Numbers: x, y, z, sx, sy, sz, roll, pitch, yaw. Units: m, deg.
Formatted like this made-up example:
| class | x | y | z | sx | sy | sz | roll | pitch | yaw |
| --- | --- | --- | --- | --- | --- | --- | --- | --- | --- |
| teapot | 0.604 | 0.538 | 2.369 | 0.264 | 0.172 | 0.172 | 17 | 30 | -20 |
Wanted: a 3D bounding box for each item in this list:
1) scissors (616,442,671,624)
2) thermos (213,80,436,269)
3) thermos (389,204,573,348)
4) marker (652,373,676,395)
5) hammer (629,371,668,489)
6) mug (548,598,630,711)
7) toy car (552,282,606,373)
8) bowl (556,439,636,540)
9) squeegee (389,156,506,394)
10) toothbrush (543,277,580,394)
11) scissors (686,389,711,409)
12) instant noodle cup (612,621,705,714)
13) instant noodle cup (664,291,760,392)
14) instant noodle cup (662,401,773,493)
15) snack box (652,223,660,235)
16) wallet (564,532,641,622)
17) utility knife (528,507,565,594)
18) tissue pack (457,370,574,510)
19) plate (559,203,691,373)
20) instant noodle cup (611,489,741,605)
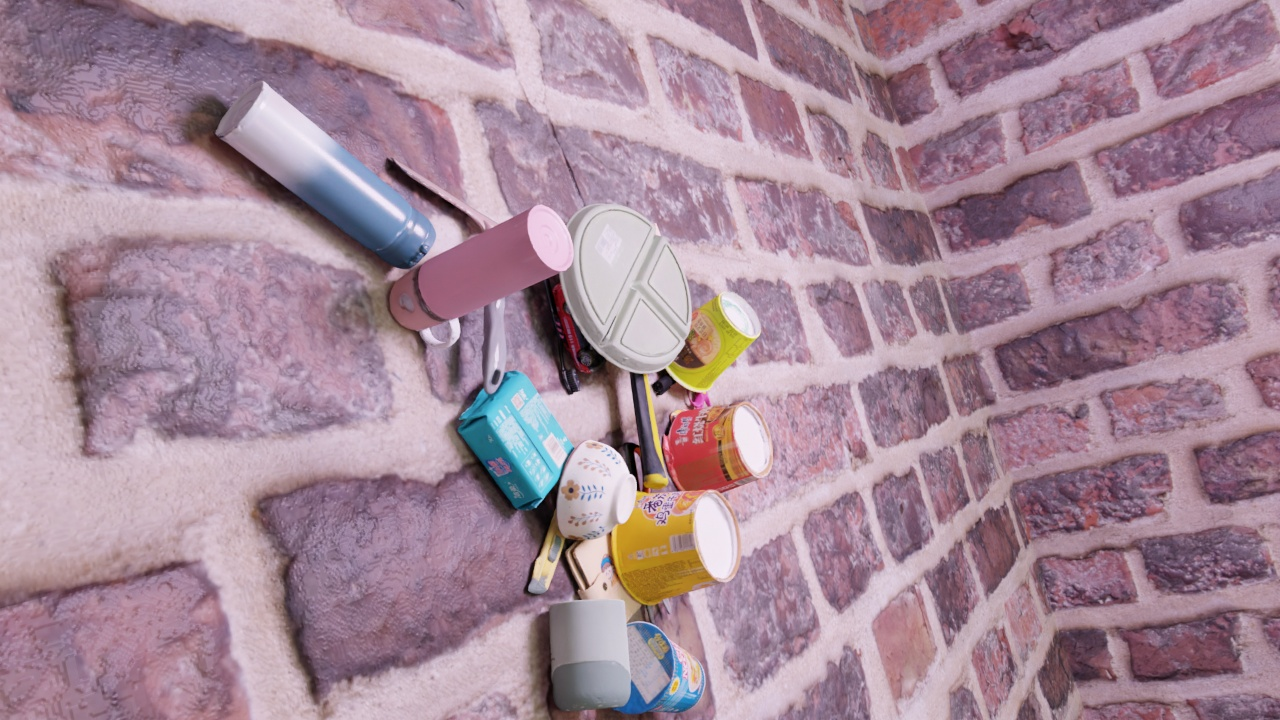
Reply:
| class | x | y | z | sx | sy | sz | roll | pitch | yaw |
| --- | --- | --- | --- | --- | --- | --- | --- | --- | --- |
| scissors | -0.016 | 0.209 | 1.131 | 0.189 | 0.022 | 0.228 | 29 | 54 | -42 |
| thermos | -0.289 | -0.167 | 0.871 | 0.220 | 0.070 | 0.070 | 41 | 43 | -40 |
| thermos | -0.157 | -0.075 | 0.893 | 0.067 | 0.199 | 0.087 | -32 | 99 | -59 |
| marker | 0.056 | 0.020 | 1.334 | 0.131 | 0.020 | 0.022 | -31 | 115 | -57 |
| hammer | -0.007 | 0.007 | 1.192 | 0.126 | 0.032 | 0.322 | 36 | 41 | -62 |
| mug | -0.052 | 0.314 | 0.974 | 0.112 | 0.082 | 0.106 | 76 | 8 | -69 |
| toy car | -0.077 | -0.043 | 1.141 | 0.052 | 0.045 | 0.120 | -37 | 113 | -55 |
| bowl | -0.042 | 0.150 | 1.028 | 0.113 | 0.062 | 0.113 | 11 | 89 | -70 |
| squeegee | -0.164 | -0.078 | 1.005 | 0.247 | 0.040 | 0.249 | 29 | 44 | -49 |
| toothbrush | -0.100 | -0.050 | 1.110 | 0.014 | 0.018 | 0.189 | -29 | 108 | -65 |
| scissors | 0.094 | 0.028 | 1.393 | 0.056 | 0.017 | 0.133 | 42 | 38 | -25 |
| instant noodle cup | 0.019 | 0.358 | 1.046 | 0.110 | 0.099 | 0.099 | 40 | 43 | -51 |
| instant noodle cup | 0.102 | -0.034 | 1.308 | 0.111 | 0.124 | 0.111 | 29 | 38 | -26 |
| instant noodle cup | 0.115 | 0.124 | 1.286 | 0.138 | 0.109 | 0.137 | 32 | 49 | -46 |
| snack box | 0.025 | -0.113 | 1.304 | 0.084 | 0.026 | 0.157 | 65 | 17 | -47 |
| wallet | -0.043 | 0.254 | 1.062 | 0.087 | 0.024 | 0.115 | -35 | 105 | -56 |
| utility knife | -0.095 | 0.191 | 1.028 | 0.031 | 0.018 | 0.165 | 55 | 31 | -34 |
| tissue pack | -0.133 | 0.084 | 0.987 | 0.133 | 0.050 | 0.093 | 59 | 35 | -18 |
| plate | -0.011 | -0.095 | 1.164 | 0.230 | 0.028 | 0.229 | 24 | 56 | -41 |
| instant noodle cup | 0.048 | 0.216 | 1.097 | 0.138 | 0.110 | 0.137 | 31 | 51 | -48 |
